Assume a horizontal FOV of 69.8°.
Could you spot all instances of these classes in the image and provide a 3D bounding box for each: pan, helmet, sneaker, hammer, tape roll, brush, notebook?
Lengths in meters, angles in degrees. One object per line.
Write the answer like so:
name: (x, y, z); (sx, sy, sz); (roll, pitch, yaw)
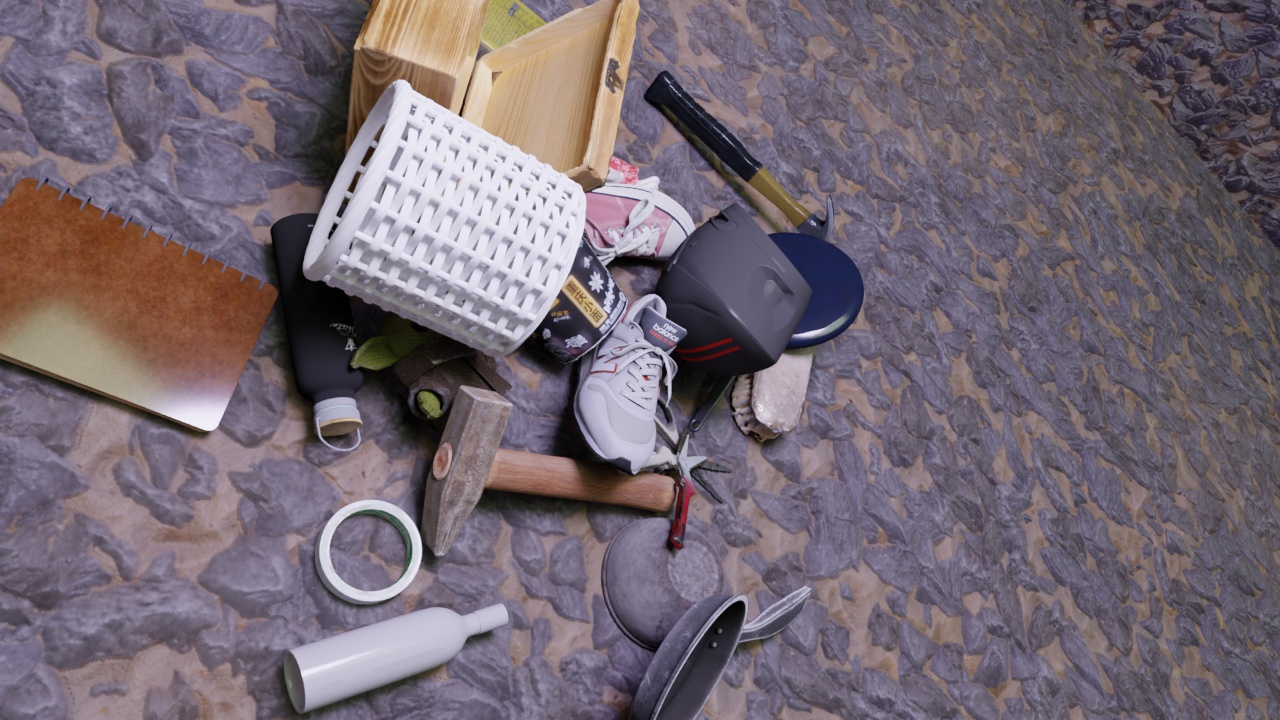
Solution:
pan: (0.095, 0.297, 0.966); (0.055, 0.187, 0.355); (27, 21, 24)
helmet: (0.100, -0.072, 1.086); (0.164, 0.170, 0.264); (47, 9, -21)
sneaker: (-0.006, 0.006, 0.969); (0.089, 0.124, 0.239); (30, 23, -23)
hammer: (-0.077, 0.128, 0.941); (0.300, 0.037, 0.158); (14, 99, -41)
tape roll: (-0.247, 0.174, 0.837); (0.093, 0.018, 0.093); (16, 59, -28)
sneaker: (-0.033, -0.157, 1.109); (0.240, 0.119, 0.087); (8, 42, -27)
pan: (0.154, -0.043, 1.180); (0.199, 0.021, 0.355); (24, 60, 22)
brush: (0.184, -0.015, 1.219); (0.083, 0.057, 0.270); (31, 53, -19)
hammer: (0.143, -0.284, 1.304); (0.333, 0.118, 0.025); (43, 47, -3)
notebook: (-0.453, -0.049, 0.800); (0.225, 0.024, 0.167); (26, 56, -23)

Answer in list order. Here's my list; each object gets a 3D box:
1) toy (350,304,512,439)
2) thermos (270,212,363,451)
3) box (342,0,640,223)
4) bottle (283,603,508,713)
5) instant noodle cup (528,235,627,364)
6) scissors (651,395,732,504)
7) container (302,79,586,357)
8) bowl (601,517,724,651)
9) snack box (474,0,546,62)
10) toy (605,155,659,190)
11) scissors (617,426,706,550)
toy: (-0.194, 0.009, 0.912); (0.153, 0.078, 0.179); (51, 26, -5)
thermos: (-0.302, -0.024, 0.870); (0.061, 0.061, 0.231); (-3, 69, -37)
box: (-0.158, -0.290, 0.996); (0.263, 0.270, 0.278); (16, 58, -15)
bottle: (-0.206, 0.250, 0.805); (0.194, 0.053, 0.052); (-8, 72, -38)
instant noodle cup: (-0.086, -0.071, 1.010); (0.112, 0.138, 0.137); (45, 49, -20)
scissors: (0.039, 0.107, 1.082); (0.157, 0.013, 0.168); (-13, 76, -39)
container: (-0.176, -0.122, 0.831); (0.186, 0.190, 0.189); (26, 55, -27)
bowl: (0.038, 0.232, 0.981); (0.144, 0.067, 0.144); (16, 59, -29)
snack box: (-0.205, -0.434, 1.163); (0.181, 0.045, 0.121); (34, 49, -21)
toy: (-0.065, -0.255, 1.147); (0.194, 0.084, 0.158); (35, 22, -16)
scissors: (0.033, 0.127, 1.002); (0.179, 0.015, 0.194); (33, 33, -40)
